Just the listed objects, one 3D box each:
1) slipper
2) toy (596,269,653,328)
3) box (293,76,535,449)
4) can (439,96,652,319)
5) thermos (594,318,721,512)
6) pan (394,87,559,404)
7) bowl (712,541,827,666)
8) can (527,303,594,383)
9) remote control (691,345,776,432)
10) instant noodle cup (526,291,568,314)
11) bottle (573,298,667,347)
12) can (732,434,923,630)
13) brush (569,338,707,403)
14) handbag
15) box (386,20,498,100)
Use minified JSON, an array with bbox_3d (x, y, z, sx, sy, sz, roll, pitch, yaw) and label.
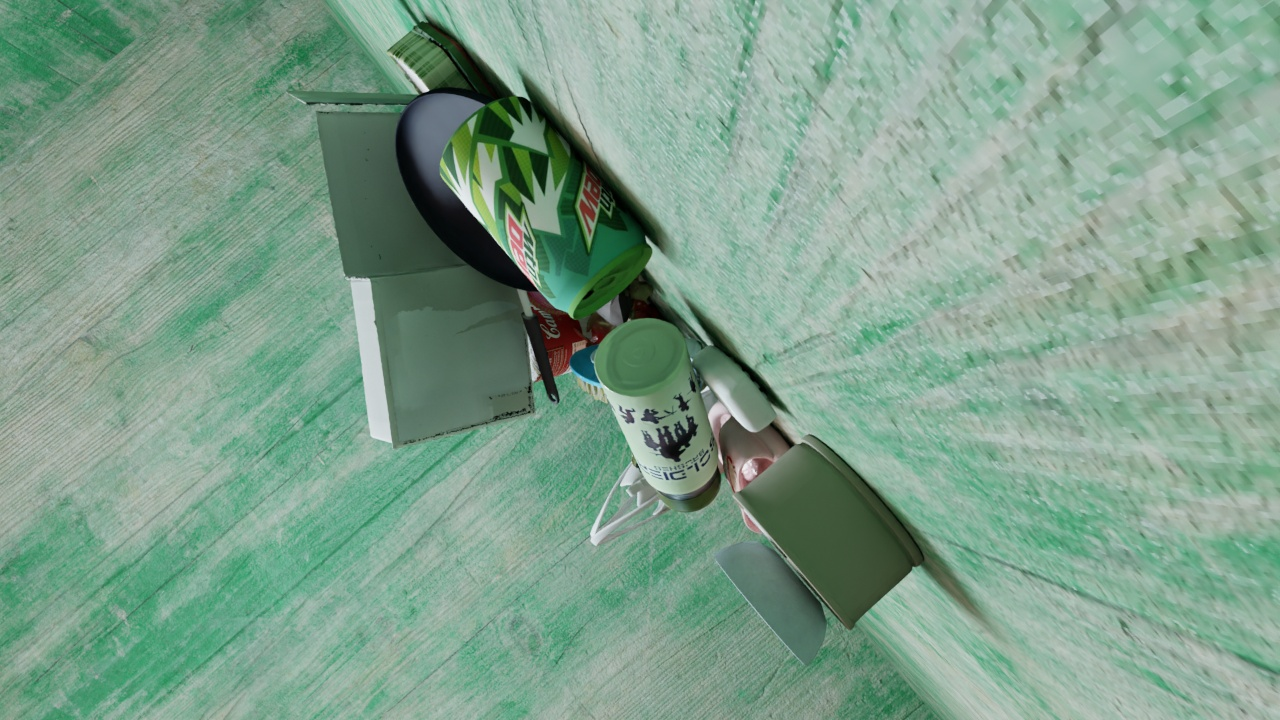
[{"bbox_3d":[0.116,0.120,0.838,0.221,0.055,0.107,-128,24,-52],"label":"slipper"},{"bbox_3d":[-0.019,-0.058,0.849,0.100,0.062,0.076,87,-179,-63],"label":"toy"},{"bbox_3d":[-0.216,-0.109,0.910,0.099,0.165,0.368,-5,96,50],"label":"box"},{"bbox_3d":[-0.065,-0.106,0.639,0.144,0.083,0.083,49,178,8],"label":"can"},{"bbox_3d":[0.021,0.060,0.813,0.082,0.082,0.232,48,168,34],"label":"thermos"},{"bbox_3d":[-0.114,-0.086,0.842,0.199,0.021,0.357,17,139,28],"label":"pan"},{"bbox_3d":[0.104,0.177,0.696,0.106,0.039,0.106,49,178,2],"label":"bowl"},{"bbox_3d":[-0.089,-0.028,1.022,0.087,0.116,0.087,21,118,44],"label":"can"},{"bbox_3d":[0.075,0.022,0.743,0.060,0.028,0.114,52,179,-16],"label":"remote control"},{"bbox_3d":[-0.070,-0.093,0.920,0.097,0.097,0.109,50,171,-13],"label":"instant noodle cup"},{"bbox_3d":[-0.011,-0.010,0.971,0.099,0.099,0.111,48,-178,40],"label":"bottle"},{"bbox_3d":[0.137,0.125,0.680,0.128,0.073,0.128,49,178,2],"label":"can"},{"bbox_3d":[-0.005,0.005,0.876,0.136,0.055,0.075,8,140,18],"label":"brush"},{"bbox_3d":[0.021,0.125,1.040,0.095,0.222,0.216,48,178,16],"label":"handbag"},{"bbox_3d":[-0.142,-0.210,0.849,0.205,0.051,0.117,51,175,-38],"label":"box"}]
